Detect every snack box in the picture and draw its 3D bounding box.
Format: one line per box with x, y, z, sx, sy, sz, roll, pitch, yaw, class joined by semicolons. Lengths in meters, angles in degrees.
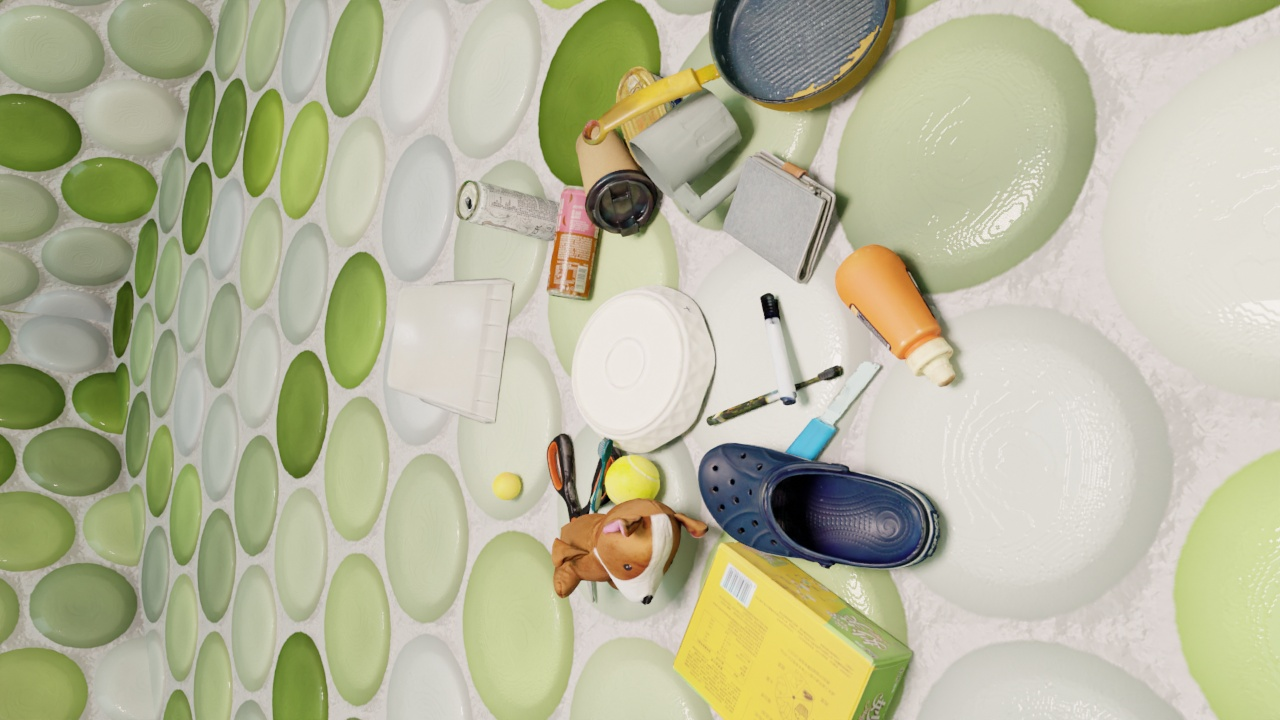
0.141;0.297;0.904;0.210;0.070;0.158;31;107;45;snack box

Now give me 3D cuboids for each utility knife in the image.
0.173;0.086;0.938;0.034;0.018;0.224;48;119;29;utility knife

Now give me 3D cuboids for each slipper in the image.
0.154;0.144;0.879;0.253;0.095;0.105;9;86;37;slipper

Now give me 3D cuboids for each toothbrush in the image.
-0.058;0.175;1.130;0.018;0.016;0.192;36;124;38;toothbrush
0.138;0.040;0.984;0.186;0.017;0.012;-26;82;42;toothbrush

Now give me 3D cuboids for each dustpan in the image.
-0.303;-0.026;1.487;0.258;0.142;0.222;8;90;19;dustpan

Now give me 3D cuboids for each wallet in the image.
0.151;-0.159;0.986;0.129;0.036;0.107;45;127;43;wallet

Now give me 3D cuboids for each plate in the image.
-0.007;0.006;1.107;0.205;0.045;0.204;-9;76;38;plate

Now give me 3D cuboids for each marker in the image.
0.146;-0.013;0.967;0.018;0.022;0.130;-44;46;49;marker

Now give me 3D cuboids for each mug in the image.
0.064;-0.233;1.041;0.103;0.084;0.124;-40;79;-2;mug

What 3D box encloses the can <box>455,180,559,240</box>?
-0.180;-0.208;1.274;0.058;0.146;0.058;-9;78;47;can

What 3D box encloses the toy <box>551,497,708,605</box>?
-0.020;0.217;1.040;0.200;0.140;0.130;-40;59;45;toy

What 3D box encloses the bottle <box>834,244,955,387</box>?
0.242;-0.038;0.853;0.067;0.066;0.149;-48;60;32;bottle

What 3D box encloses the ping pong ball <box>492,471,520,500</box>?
-0.191;0.179;1.309;0.040;0.040;0.040;-9;78;47;ping pong ball

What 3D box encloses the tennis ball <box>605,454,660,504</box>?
-0.010;0.145;1.096;0.066;0.065;0.065;-9;78;47;tennis ball

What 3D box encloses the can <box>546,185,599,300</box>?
-0.088;-0.157;1.231;0.058;0.057;0.147;10;92;48;can

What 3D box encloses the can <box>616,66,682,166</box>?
0.019;-0.297;1.140;0.075;0.049;0.148;-40;57;37;can

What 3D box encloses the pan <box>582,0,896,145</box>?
0.095;-0.322;0.972;0.358;0.078;0.197;-30;67;24;pan

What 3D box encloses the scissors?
-0.077;0.191;1.201;0.221;0.021;0.232;-55;48;34;scissors

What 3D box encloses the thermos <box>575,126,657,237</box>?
-0.037;-0.234;1.171;0.093;0.093;0.143;-49;43;31;thermos
